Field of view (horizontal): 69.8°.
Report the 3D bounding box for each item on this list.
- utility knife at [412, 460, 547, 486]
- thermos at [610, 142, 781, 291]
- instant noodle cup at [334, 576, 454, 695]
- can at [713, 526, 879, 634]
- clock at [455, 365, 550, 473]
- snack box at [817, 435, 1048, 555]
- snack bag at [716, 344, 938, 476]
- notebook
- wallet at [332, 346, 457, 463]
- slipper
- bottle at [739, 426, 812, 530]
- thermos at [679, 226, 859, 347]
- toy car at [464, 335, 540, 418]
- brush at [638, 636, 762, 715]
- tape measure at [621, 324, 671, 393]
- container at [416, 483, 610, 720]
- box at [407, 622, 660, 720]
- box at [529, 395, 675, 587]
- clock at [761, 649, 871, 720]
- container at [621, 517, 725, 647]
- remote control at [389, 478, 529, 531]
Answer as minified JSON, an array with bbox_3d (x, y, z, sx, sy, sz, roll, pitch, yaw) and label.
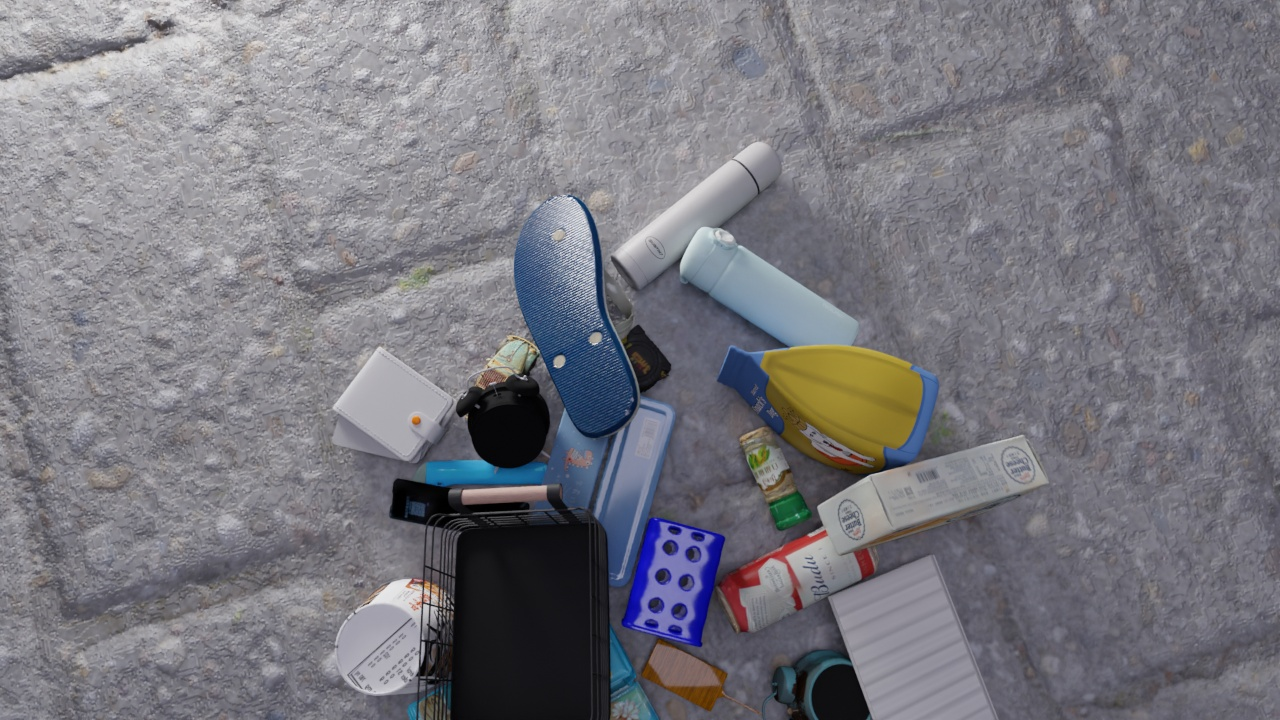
[{"bbox_3d":[-0.164,0.126,1.015,0.174,0.015,0.031,1,82,-2],"label":"utility knife"},{"bbox_3d":[0.067,-0.168,1.052,0.224,0.052,0.052,-39,82,-7],"label":"thermos"},{"bbox_3d":[-0.248,0.285,0.930,0.123,0.122,0.123,0,79,0],"label":"instant noodle cup"},{"bbox_3d":[0.165,0.227,0.971,0.170,0.067,0.067,-25,80,-5],"label":"can"},{"bbox_3d":[-0.145,0.061,0.978,0.091,0.042,0.121,-16,116,-1],"label":"clock"},{"bbox_3d":[0.297,0.137,0.933,0.207,0.104,0.057,-10,68,-25],"label":"snack box"},{"bbox_3d":[0.183,0.040,0.960,0.205,0.159,0.102,20,77,5],"label":"snack bag"},{"bbox_3d":[0.291,0.325,0.958,0.142,0.009,0.209,-14,79,-25],"label":"notebook"},{"bbox_3d":[-0.277,0.063,1.015,0.118,0.037,0.115,34,81,9],"label":"wallet"},{"bbox_3d":[-0.067,-0.047,1.017,0.118,0.060,0.294,-26,66,15],"label":"slipper"},{"bbox_3d":[0.147,0.128,1.002,0.043,0.043,0.111,-23,80,-5],"label":"bottle"},{"bbox_3d":[0.139,-0.071,1.014,0.207,0.078,0.065,33,47,-2],"label":"thermos"},{"bbox_3d":[-0.157,0.022,1.017,0.047,0.047,0.111,28,80,8],"label":"toy car"},{"bbox_3d":[0.066,0.343,0.974,0.126,0.017,0.048,26,80,4],"label":"brush"},{"bbox_3d":[-0.006,0.006,1.028,0.062,0.038,0.067,-40,85,-16],"label":"tape measure"},{"bbox_3d":[-0.118,0.252,0.884,0.163,0.130,0.241,-4,70,5],"label":"container"},{"bbox_3d":[-0.104,0.379,0.945,0.227,0.072,0.182,-29,80,-6],"label":"box"},{"bbox_3d":[-0.045,0.132,0.993,0.127,0.034,0.209,16,85,4],"label":"box"},{"bbox_3d":[0.185,0.352,0.952,0.124,0.053,0.090,-18,81,-16],"label":"clock"},{"bbox_3d":[0.035,0.230,0.962,0.085,0.084,0.113,15,79,1],"label":"container"},{"bbox_3d":[-0.198,0.165,0.996,0.150,0.022,0.047,10,102,1],"label":"remote control"}]
